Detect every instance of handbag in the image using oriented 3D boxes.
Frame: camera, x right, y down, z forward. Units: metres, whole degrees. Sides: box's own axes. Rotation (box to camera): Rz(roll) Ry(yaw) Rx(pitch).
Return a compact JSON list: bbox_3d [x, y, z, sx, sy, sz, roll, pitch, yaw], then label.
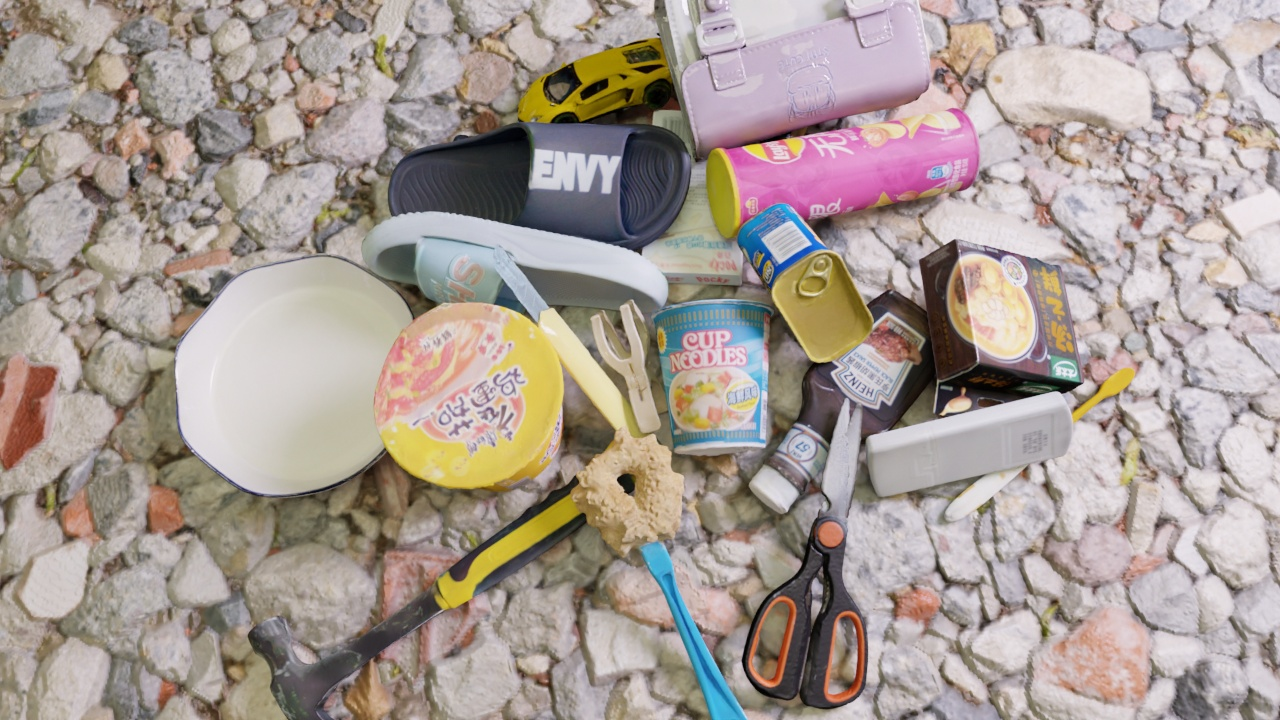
[{"bbox_3d":[0.120,-0.257,0.738,0.197,0.098,0.145,-14,92,0],"label":"handbag"}]

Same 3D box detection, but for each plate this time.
[{"bbox_3d":[-0.277,0.014,0.757,0.205,0.045,0.204,-1,74,3],"label":"plate"}]

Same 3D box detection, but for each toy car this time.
[{"bbox_3d":[-0.037,-0.242,0.809,0.156,0.041,0.071,-19,49,1],"label":"toy car"}]

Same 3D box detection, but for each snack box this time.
[{"bbox_3d":[0.275,-0.019,0.703,0.113,0.053,0.125,8,66,-25],"label":"snack box"},{"bbox_3d":[0.048,-0.142,0.790,0.085,0.027,0.156,3,73,5],"label":"snack box"}]

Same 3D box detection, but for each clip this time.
[{"bbox_3d":[-0.005,0.005,0.717,0.035,0.071,0.100,-17,103,16],"label":"clip"}]

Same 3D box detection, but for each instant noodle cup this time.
[{"bbox_3d":[0.059,0.017,0.712,0.099,0.099,0.110,-4,80,3],"label":"instant noodle cup"},{"bbox_3d":[-0.119,0.038,0.704,0.138,0.110,0.138,-1,73,4],"label":"instant noodle cup"}]

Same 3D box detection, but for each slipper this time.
[{"bbox_3d":[-0.101,-0.060,0.741,0.245,0.104,0.074,8,75,0],"label":"slipper"},{"bbox_3d":[-0.094,-0.139,0.750,0.268,0.083,0.110,-1,93,13],"label":"slipper"}]

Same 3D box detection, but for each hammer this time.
[{"bbox_3d":[-0.134,0.172,0.706,0.323,0.032,0.126,-34,74,-7],"label":"hammer"}]

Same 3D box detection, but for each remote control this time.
[{"bbox_3d":[0.245,0.063,0.690,0.150,0.058,0.021,-14,40,7],"label":"remote control"}]

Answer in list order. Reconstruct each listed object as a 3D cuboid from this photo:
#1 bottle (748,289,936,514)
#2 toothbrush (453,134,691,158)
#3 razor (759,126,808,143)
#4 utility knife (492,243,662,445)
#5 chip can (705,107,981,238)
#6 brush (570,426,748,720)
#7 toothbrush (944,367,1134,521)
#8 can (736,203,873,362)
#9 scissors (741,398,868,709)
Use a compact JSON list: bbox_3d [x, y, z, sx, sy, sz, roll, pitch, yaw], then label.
[{"bbox_3d":[0.159,0.036,0.720,0.080,0.044,0.194,40,80,12],"label":"bottle"},{"bbox_3d":[-0.061,-0.177,0.796,0.213,0.026,0.027,6,80,13],"label":"toothbrush"},{"bbox_3d":[0.146,-0.244,0.806,0.067,0.062,0.167,24,80,-21],"label":"razor"},{"bbox_3d":[-0.047,-0.002,0.701,0.211,0.022,0.030,56,42,-20],"label":"utility knife"},{"bbox_3d":[0.164,-0.154,0.746,0.210,0.071,0.071,-12,72,-9],"label":"chip can"},{"bbox_3d":[0.024,0.171,0.679,0.083,0.046,0.254,-23,86,-12],"label":"brush"},{"bbox_3d":[0.311,0.066,0.716,0.191,0.018,0.016,-37,72,-5],"label":"toothbrush"},{"bbox_3d":[0.124,-0.061,0.704,0.057,0.102,0.083,-33,39,8],"label":"can"},{"bbox_3d":[0.151,0.145,0.682,0.142,0.022,0.235,33,85,1],"label":"scissors"}]
